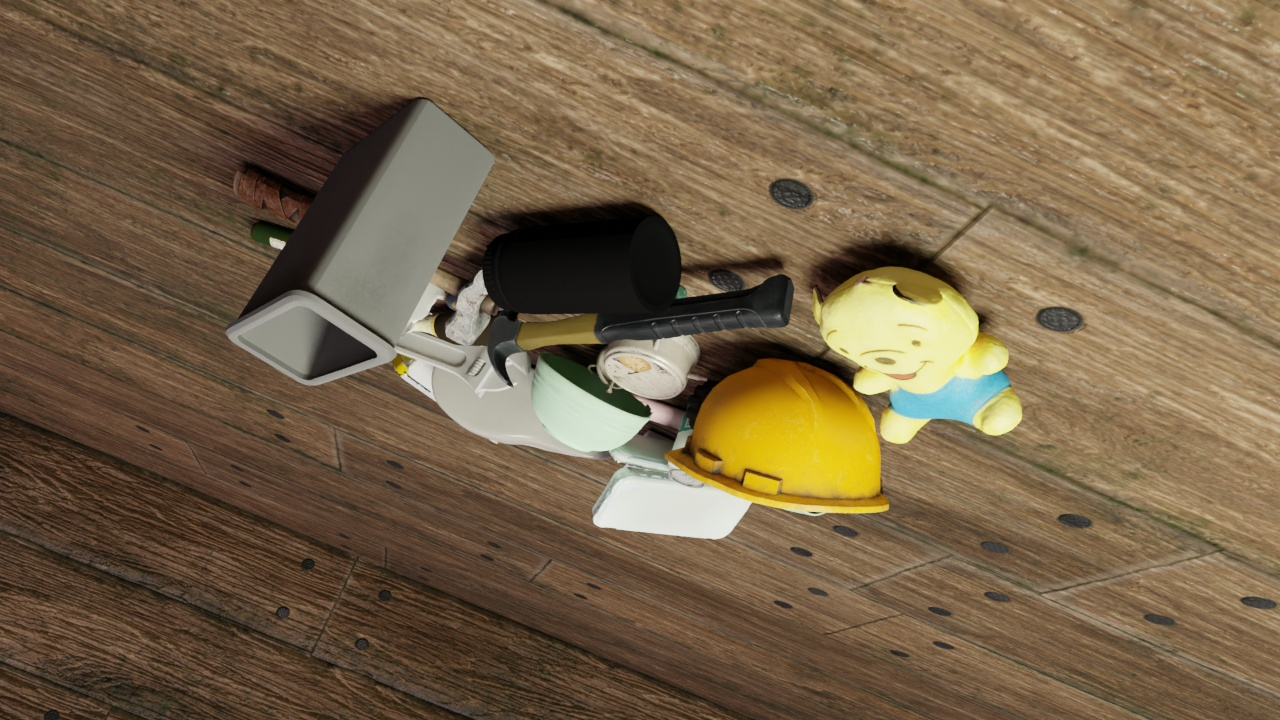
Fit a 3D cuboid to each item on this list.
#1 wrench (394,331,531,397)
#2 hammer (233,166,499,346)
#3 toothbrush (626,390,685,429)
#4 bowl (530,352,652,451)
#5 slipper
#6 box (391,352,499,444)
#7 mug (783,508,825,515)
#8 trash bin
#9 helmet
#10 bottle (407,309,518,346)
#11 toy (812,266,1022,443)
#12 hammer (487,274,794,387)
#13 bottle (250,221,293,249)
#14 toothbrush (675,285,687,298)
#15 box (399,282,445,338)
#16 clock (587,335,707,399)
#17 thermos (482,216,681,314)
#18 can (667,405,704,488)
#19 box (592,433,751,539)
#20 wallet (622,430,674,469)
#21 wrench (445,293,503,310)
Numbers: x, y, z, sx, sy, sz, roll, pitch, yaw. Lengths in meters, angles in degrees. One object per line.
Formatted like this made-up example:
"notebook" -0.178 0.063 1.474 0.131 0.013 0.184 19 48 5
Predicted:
"wrench" -0.257 -0.020 1.171 0.273 0.086 0.018 19 155 28
"hammer" -0.296 -0.129 0.997 0.319 0.048 0.122 26 131 1
"toothbrush" 0.032 0.069 1.156 0.222 0.027 0.027 19 126 5
"bowl" -0.069 0.058 1.080 0.151 0.077 0.151 29 -172 -5
"slipper" -0.144 0.065 1.208 0.266 0.112 0.081 17 165 -3
"box" -0.256 0.052 1.312 0.117 0.057 0.210 -8 141 41
"mug" 0.176 0.129 1.119 0.104 0.084 0.111 1 121 57
"trash bin" -0.252 -0.102 0.831 0.097 0.219 0.192 38 149 -30
"helmet" 0.146 0.065 0.947 0.205 0.131 0.256 5 -175 -32
"bottle" -0.233 -0.042 1.121 0.185 0.045 0.045 3 148 32
"toy" 0.239 -0.010 0.801 0.149 0.083 0.214 -8 139 44
"hammer" -0.014 -0.035 0.881 0.334 0.117 0.025 -5 146 31
"bottle" -0.412 -0.140 1.092 0.106 0.025 0.025 17 153 8
"toothbrush" -0.018 -0.051 0.983 0.016 0.017 0.190 37 149 -27
"box" -0.302 -0.066 1.092 0.166 0.083 0.092 13 143 13
"clock" -0.006 0.006 1.029 0.157 0.061 0.103 -13 137 45
"thermos" -0.068 -0.087 0.874 0.199 0.086 0.086 1 147 34
"can" 0.070 0.098 1.099 0.055 0.101 0.055 17 153 9
"box" 0.034 0.143 1.173 0.214 0.127 0.106 14 127 -31
"wallet" 0.043 0.149 1.288 0.115 0.037 0.119 25 150 -7
"wrench" -0.116 -0.072 1.007 0.274 0.022 0.073 -2 137 38
